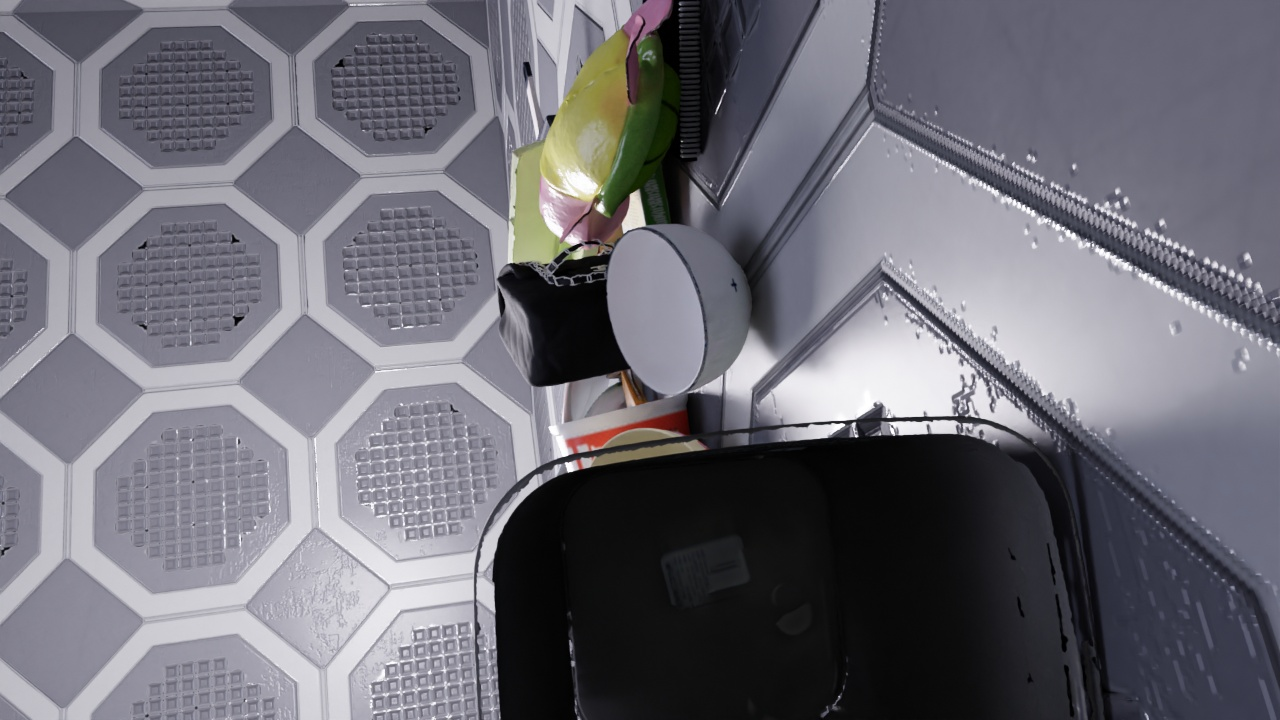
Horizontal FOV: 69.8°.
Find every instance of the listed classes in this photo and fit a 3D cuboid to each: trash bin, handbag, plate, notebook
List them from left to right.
[{"bbox_3d":[-0.065,0.021,1.083,0.208,0.015,0.208,11,-91,-80],"label":"plate"},{"bbox_3d":[-0.036,-0.059,0.710,0.125,0.153,0.115,40,140,55],"label":"handbag"},{"bbox_3d":[0.022,-0.271,0.720,0.149,0.016,0.207,-119,25,-67],"label":"notebook"},{"bbox_3d":[0.043,0.124,0.391,0.220,0.197,0.197,144,121,-85],"label":"trash bin"}]

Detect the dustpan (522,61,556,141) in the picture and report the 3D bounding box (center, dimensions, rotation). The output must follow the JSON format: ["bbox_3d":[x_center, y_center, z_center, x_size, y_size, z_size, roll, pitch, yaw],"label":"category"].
[{"bbox_3d":[-0.100,-0.252,1.190,0.236,0.080,0.273,170,94,-79],"label":"dustpan"}]

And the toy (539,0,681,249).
[{"bbox_3d":[-0.024,-0.167,0.688,0.239,0.087,0.189,120,154,-52],"label":"toy"}]

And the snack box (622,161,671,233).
[{"bbox_3d":[-0.002,-0.161,0.822,0.132,0.027,0.168,-129,28,-74],"label":"snack box"}]

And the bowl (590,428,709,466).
[{"bbox_3d":[0.026,0.106,0.709,0.073,0.118,0.118,-9,-86,-58],"label":"bowl"}]

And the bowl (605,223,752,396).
[{"bbox_3d":[0.032,-0.038,0.613,0.113,0.063,0.113,32,130,48],"label":"bowl"}]

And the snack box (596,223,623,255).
[{"bbox_3d":[-0.049,-0.128,1.018,0.126,0.040,0.088,165,94,-70],"label":"snack box"}]

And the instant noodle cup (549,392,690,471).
[{"bbox_3d":[-0.005,0.102,0.802,0.123,0.123,0.121,153,103,-79],"label":"instant noodle cup"}]

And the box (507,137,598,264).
[{"bbox_3d":[-0.077,-0.135,0.947,0.083,0.091,0.188,42,147,23],"label":"box"}]

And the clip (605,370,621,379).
[{"bbox_3d":[-0.027,0.010,1.097,0.062,0.024,0.045,-155,61,-74],"label":"clip"}]

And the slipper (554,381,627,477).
[{"bbox_3d":[-0.053,0.141,1.038,0.245,0.074,0.104,-66,-15,10],"label":"slipper"}]

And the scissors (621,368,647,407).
[{"bbox_3d":[-0.006,0.006,0.923,0.225,0.016,0.225,131,121,-67],"label":"scissors"}]
